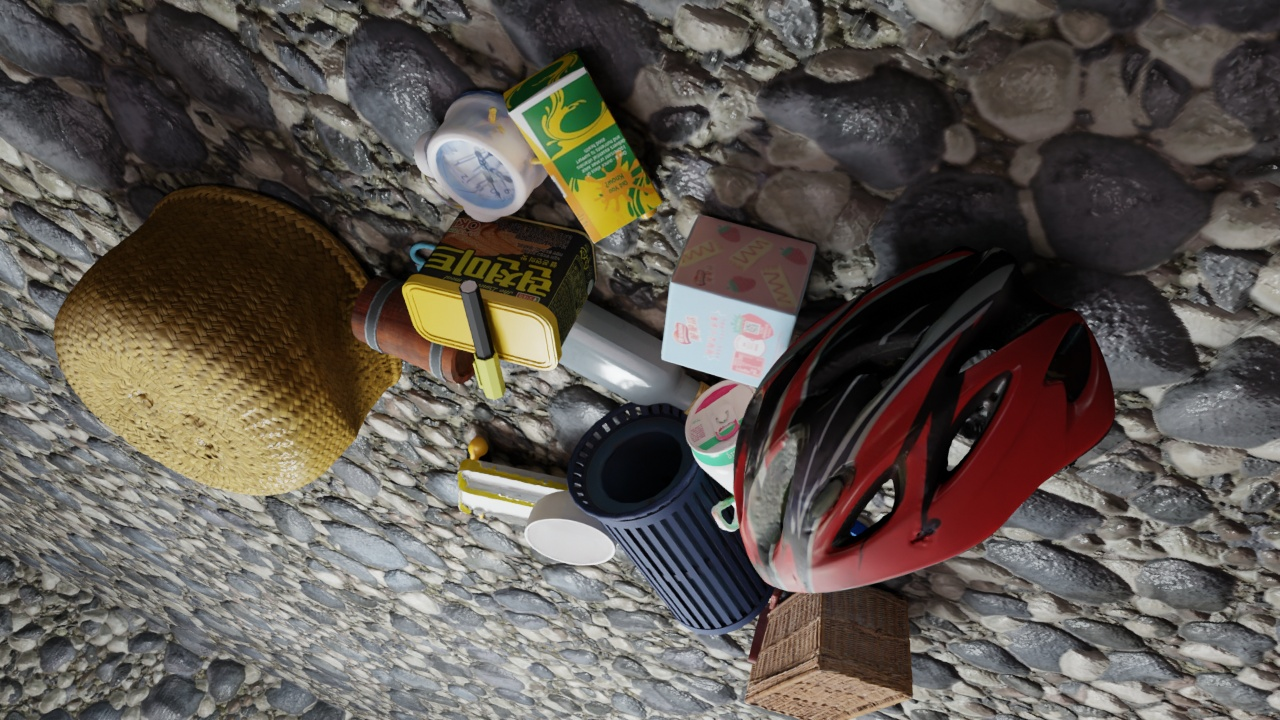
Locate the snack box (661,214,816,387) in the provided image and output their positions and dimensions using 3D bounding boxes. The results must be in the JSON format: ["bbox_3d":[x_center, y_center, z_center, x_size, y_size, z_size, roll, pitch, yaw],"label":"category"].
[{"bbox_3d":[0.073,-0.044,0.700,0.095,0.079,0.093,15,143,9],"label":"snack box"}]

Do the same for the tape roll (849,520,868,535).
[{"bbox_3d":[0.201,0.192,0.973,0.093,0.016,0.091,9,141,20],"label":"tape roll"}]

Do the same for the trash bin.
[{"bbox_3d":[0.043,0.169,0.935,0.139,0.139,0.249,-2,138,31],"label":"trash bin"}]

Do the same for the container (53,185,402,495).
[{"bbox_3d":[-0.420,-0.006,0.931,0.307,0.196,0.308,16,141,13],"label":"container"}]

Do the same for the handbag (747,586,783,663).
[{"bbox_3d":[0.142,0.286,1.036,0.029,0.119,0.055,13,142,16],"label":"handbag"}]

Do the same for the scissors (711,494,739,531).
[{"bbox_3d":[0.097,0.119,0.869,0.011,0.128,0.125,-15,96,36],"label":"scissors"}]

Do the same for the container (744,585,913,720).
[{"bbox_3d":[0.213,0.334,1.049,0.113,0.112,0.199,19,144,-10],"label":"container"}]

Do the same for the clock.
[{"bbox_3d":[-0.124,-0.151,0.705,0.089,0.051,0.126,42,143,-24],"label":"clock"}]

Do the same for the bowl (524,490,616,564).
[{"bbox_3d":[-0.075,0.184,1.039,0.105,0.054,0.105,7,140,5],"label":"bowl"}]

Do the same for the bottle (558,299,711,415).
[{"bbox_3d":[-0.005,0.005,0.832,0.161,0.046,0.072,29,144,-6],"label":"bottle"}]

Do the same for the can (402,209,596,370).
[{"bbox_3d":[-0.112,-0.063,0.762,0.131,0.100,0.073,14,143,14],"label":"can"}]

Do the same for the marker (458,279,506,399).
[{"bbox_3d":[-0.127,-0.015,0.727,0.021,0.017,0.124,13,141,14],"label":"marker"}]

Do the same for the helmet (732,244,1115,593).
[{"bbox_3d":[0.171,0.042,0.619,0.167,0.272,0.217,50,179,-10],"label":"helmet"}]

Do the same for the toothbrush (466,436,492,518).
[{"bbox_3d":[-0.198,0.149,1.134,0.031,0.031,0.197,16,144,3],"label":"toothbrush"}]

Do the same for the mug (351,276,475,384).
[{"bbox_3d":[-0.207,-0.026,0.892,0.111,0.081,0.117,19,163,13],"label":"mug"}]

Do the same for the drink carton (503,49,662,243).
[{"bbox_3d":[-0.038,-0.146,0.647,0.058,0.041,0.122,-29,125,7],"label":"drink carton"}]

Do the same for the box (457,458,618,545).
[{"bbox_3d":[-0.116,0.173,1.098,0.209,0.023,0.127,12,146,-1],"label":"box"}]

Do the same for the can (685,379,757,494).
[{"bbox_3d":[0.116,0.091,0.818,0.088,0.088,0.166,-11,140,39],"label":"can"}]

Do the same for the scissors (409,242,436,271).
[{"bbox_3d":[-0.150,-0.072,0.847,0.137,0.015,0.057,22,141,10],"label":"scissors"}]
